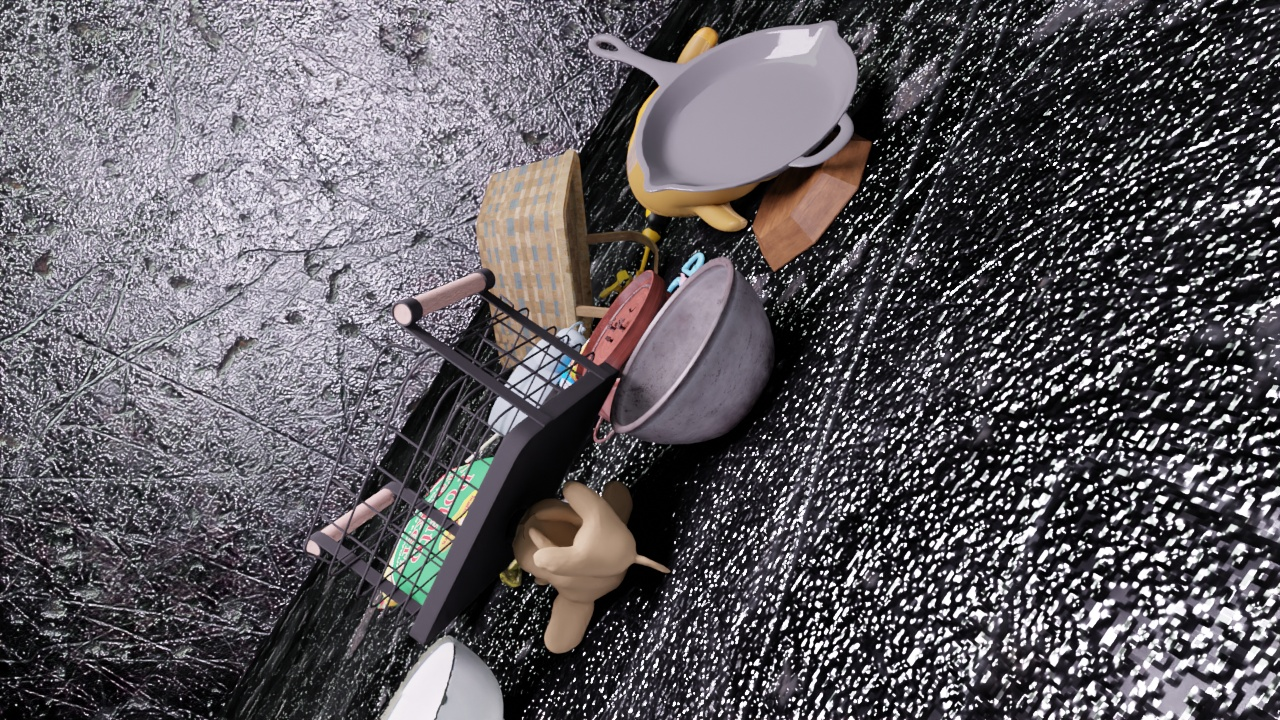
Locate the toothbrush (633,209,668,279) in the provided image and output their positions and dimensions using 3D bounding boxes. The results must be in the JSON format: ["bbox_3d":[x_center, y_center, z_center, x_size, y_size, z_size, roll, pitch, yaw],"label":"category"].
[{"bbox_3d":[0.015,-0.163,1.179,0.031,0.031,0.196,-35,31,43],"label":"toothbrush"}]

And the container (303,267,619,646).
[{"bbox_3d":[-0.139,0.072,0.694,0.242,0.130,0.162,-61,-11,27],"label":"container"}]

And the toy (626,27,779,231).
[{"bbox_3d":[0.060,-0.215,0.952,0.204,0.162,0.198,159,102,-69],"label":"toy"}]

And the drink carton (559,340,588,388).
[{"bbox_3d":[-0.031,-0.015,0.952,0.128,0.044,0.039,-52,-4,-19],"label":"drink carton"}]

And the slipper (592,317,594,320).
[{"bbox_3d":[-0.137,0.032,1.217,0.098,0.054,0.268,-42,20,52],"label":"slipper"}]

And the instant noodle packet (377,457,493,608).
[{"bbox_3d":[-0.216,0.198,1.047,0.253,0.090,0.195,-22,34,58],"label":"instant noodle packet"}]

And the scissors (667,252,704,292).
[{"bbox_3d":[0.058,-0.077,0.907,0.063,0.015,0.138,-53,21,1],"label":"scissors"}]

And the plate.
[{"bbox_3d":[0.133,-0.136,0.746,0.131,0.025,0.131,-52,16,21],"label":"plate"}]

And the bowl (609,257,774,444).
[{"bbox_3d":[0.046,0.005,0.656,0.145,0.067,0.144,-52,16,21],"label":"bowl"}]

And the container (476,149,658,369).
[{"bbox_3d":[-0.073,-0.101,1.058,0.157,0.186,0.250,-86,-5,-48],"label":"container"}]

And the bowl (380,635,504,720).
[{"bbox_3d":[-0.152,0.293,0.688,0.154,0.073,0.153,-52,16,22],"label":"bowl"}]

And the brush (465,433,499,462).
[{"bbox_3d":[-0.135,0.055,1.106,0.217,0.012,0.033,-44,4,-37],"label":"brush"}]

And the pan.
[{"bbox_3d":[0.053,-0.236,0.812,0.216,0.024,0.354,-43,47,-7],"label":"pan"}]

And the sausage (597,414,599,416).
[{"bbox_3d":[-0.005,0.005,0.912,0.156,0.020,0.020,-49,17,29],"label":"sausage"}]

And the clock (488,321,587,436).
[{"bbox_3d":[-0.105,0.025,0.994,0.159,0.045,0.122,-58,-7,20],"label":"clock"}]

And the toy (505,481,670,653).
[{"bbox_3d":[-0.041,0.131,0.637,0.108,0.106,0.134,130,164,-68],"label":"toy"}]

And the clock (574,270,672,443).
[{"bbox_3d":[-0.004,0.001,0.811,0.157,0.072,0.121,-58,15,-7],"label":"clock"}]

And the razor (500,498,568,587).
[{"bbox_3d":[-0.095,0.165,0.872,0.106,0.026,0.042,-49,14,14],"label":"razor"}]

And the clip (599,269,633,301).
[{"bbox_3d":[-0.023,-0.088,1.181,0.047,0.039,0.053,-50,17,9],"label":"clip"}]
